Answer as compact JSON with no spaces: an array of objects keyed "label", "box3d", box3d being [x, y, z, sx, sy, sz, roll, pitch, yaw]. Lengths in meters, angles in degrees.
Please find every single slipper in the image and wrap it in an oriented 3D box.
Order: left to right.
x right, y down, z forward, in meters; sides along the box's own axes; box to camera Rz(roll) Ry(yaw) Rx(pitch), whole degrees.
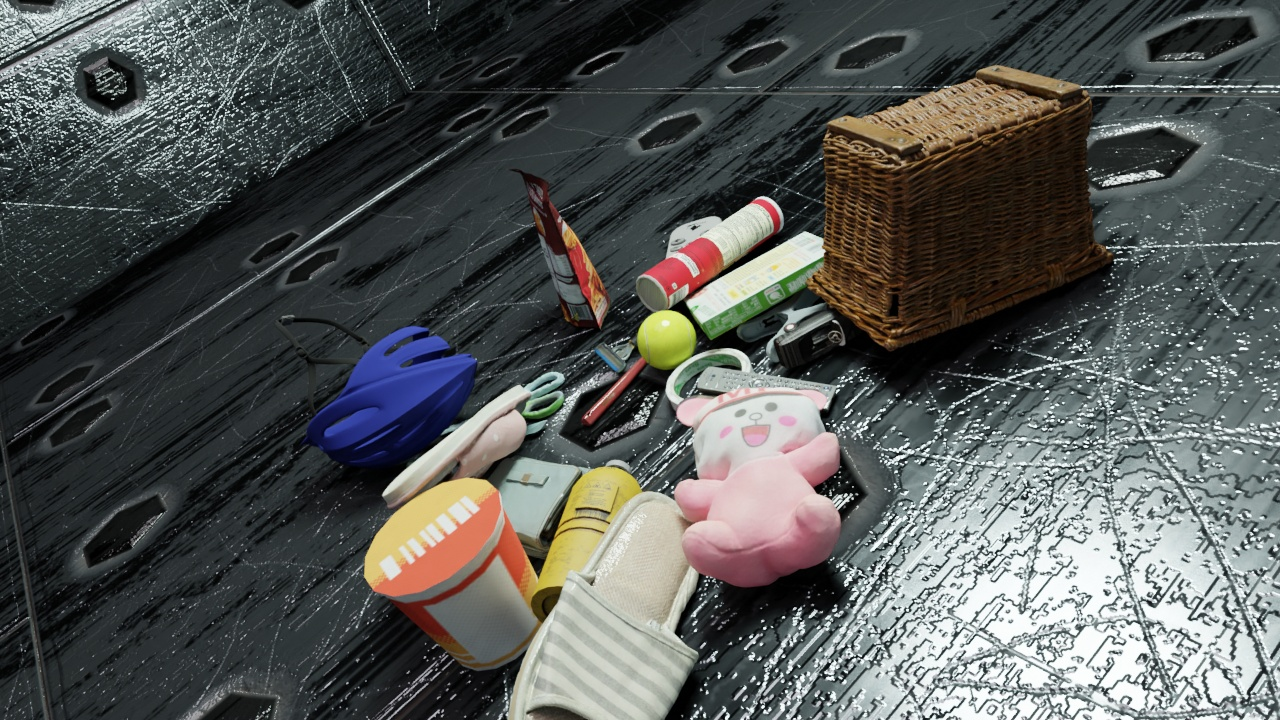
[{"label":"slipper","box3d":[-0.170,0.091,0.928,0.114,0.054,0.273,-37,4,19]},{"label":"slipper","box3d":[-0.012,0.199,0.685,0.054,0.114,0.271,-57,3,41]}]

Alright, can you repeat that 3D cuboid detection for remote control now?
[{"label":"remote control","box3d":[0.069,-0.144,1.205,0.074,0.019,0.150,-15,33,19]},{"label":"remote control","box3d":[0.121,0.028,0.895,0.137,0.013,0.033,8,48,28]}]

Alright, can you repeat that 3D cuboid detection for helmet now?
[{"label":"helmet","box3d":[-0.320,0.011,1.078,0.242,0.227,0.147,-36,-4,17]}]

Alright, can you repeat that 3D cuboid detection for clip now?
[{"label":"clip","box3d":[0.179,-0.063,1.000,0.163,0.028,0.115,-32,30,-10]}]

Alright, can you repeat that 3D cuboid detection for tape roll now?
[{"label":"tape roll","box3d":[0.073,0.023,0.959,0.094,0.018,0.093,-19,32,12]}]

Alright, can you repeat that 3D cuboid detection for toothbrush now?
[{"label":"toothbrush","box3d":[-0.006,0.006,1.043,0.016,0.016,0.189,12,48,41]}]

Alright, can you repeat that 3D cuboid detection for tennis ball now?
[{"label":"tennis ball","box3d":[0.029,-0.022,1.012,0.065,0.065,0.065,-19,32,12]}]

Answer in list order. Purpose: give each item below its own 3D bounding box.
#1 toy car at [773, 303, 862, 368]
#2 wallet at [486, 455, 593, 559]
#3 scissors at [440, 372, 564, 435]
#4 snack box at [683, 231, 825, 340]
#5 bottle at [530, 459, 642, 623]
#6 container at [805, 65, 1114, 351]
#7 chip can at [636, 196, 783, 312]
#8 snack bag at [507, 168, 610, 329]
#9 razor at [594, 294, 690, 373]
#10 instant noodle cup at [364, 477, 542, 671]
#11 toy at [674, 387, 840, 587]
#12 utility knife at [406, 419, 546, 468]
[{"label":"toy car","box3d":[0.181,-0.025,0.925,0.092,0.040,0.037,-27,32,-5]},{"label":"wallet","box3d":[-0.106,0.138,0.896,0.132,0.054,0.100,0,39,44]},{"label":"scissors","box3d":[-0.166,0.067,1.077,0.175,0.032,0.092,-30,33,3]},{"label":"snack box","box3d":[0.136,-0.087,1.031,0.168,0.027,0.132,-29,16,2]},{"label":"bottle","box3d":[-0.038,0.152,0.799,0.071,0.071,0.163,-11,34,24]},{"label":"container","box3d":[0.294,-0.155,0.863,0.249,0.183,0.162,-21,32,-11]},{"label":"chip can","box3d":[0.087,-0.130,1.113,0.214,0.052,0.052,-36,32,-30]},{"label":"snack bag","box3d":[-0.105,-0.142,1.151,0.066,0.208,0.139,-30,31,-6]},{"label":"razor","box3d":[0.010,-0.035,1.092,0.144,0.022,0.043,-38,75,-26]},{"label":"instant noodle cup","box3d":[-0.146,0.187,0.779,0.123,0.121,0.123,-19,32,12]},{"label":"toy","box3d":[0.099,0.092,0.774,0.142,0.084,0.212,-15,35,11]},{"label":"utility knife","box3d":[-0.190,0.099,1.047,0.186,0.015,0.031,-17,35,13]}]
